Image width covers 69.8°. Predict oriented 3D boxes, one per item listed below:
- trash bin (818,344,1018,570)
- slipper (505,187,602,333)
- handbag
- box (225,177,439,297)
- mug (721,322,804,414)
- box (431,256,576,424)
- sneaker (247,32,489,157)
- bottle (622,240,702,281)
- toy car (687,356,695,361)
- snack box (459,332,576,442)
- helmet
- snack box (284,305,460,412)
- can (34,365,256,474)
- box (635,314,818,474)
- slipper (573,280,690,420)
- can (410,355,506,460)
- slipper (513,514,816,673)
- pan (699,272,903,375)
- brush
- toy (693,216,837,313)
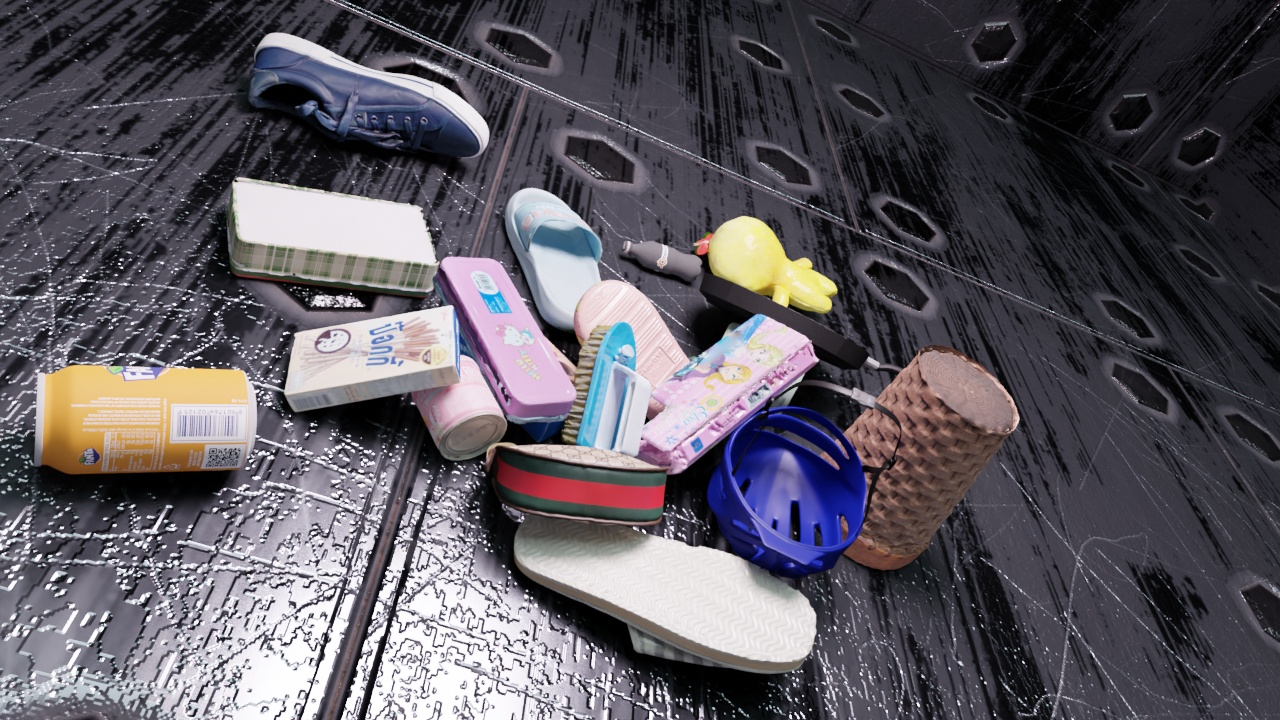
[{"bbox_3d":[0.292,0.103,0.977,0.151,0.211,0.151,19,38,-16],"label":"trash bin"},{"bbox_3d":[-0.092,-0.130,1.105,0.104,0.074,0.245,8,43,-30],"label":"slipper"},{"bbox_3d":[-0.060,0.105,0.828,0.166,0.063,0.138,8,1,-15],"label":"handbag"},{"bbox_3d":[-0.321,-0.128,0.962,0.205,0.050,0.117,4,40,-32],"label":"box"},{"bbox_3d":[0.141,0.004,1.115,0.104,0.084,0.111,28,7,4],"label":"mug"},{"bbox_3d":[-0.138,-0.022,0.913,0.076,0.036,0.214,-4,47,-38],"label":"box"},{"bbox_3d":[-0.335,-0.296,1.128,0.294,0.121,0.127,16,61,-16],"label":"sneaker"},{"bbox_3d":[0.028,-0.137,1.229,0.109,0.036,0.036,16,38,-19],"label":"bottle"},{"bbox_3d":[0.081,0.031,1.071,0.090,0.027,0.038,41,38,17],"label":"toy car"},{"bbox_3d":[-0.120,0.010,0.948,0.151,0.034,0.087,43,38,18],"label":"snack box"},{"bbox_3d":[0.160,0.094,0.878,0.148,0.228,0.240,26,30,0],"label":"helmet"},{"bbox_3d":[-0.238,-0.003,0.826,0.150,0.026,0.081,-10,44,-1],"label":"snack box"},{"bbox_3d":[-0.370,0.045,0.690,0.142,0.079,0.079,2,44,-33],"label":"can"},{"bbox_3d":[0.080,0.027,0.952,0.229,0.085,0.077,-34,101,-30],"label":"box"},{"bbox_3d":[-0.006,0.006,1.003,0.093,0.082,0.197,-44,102,-27],"label":"slipper"},{"bbox_3d":[-0.168,0.043,0.847,0.067,0.067,0.076,-5,49,-39],"label":"can"},{"bbox_3d":[0.018,0.201,0.800,0.272,0.054,0.114,20,34,1],"label":"slipper"},{"bbox_3d":[0.234,-0.017,1.139,0.356,0.034,0.225,27,3,0],"label":"pan"},{"bbox_3d":[-0.025,0.027,0.900,0.055,0.075,0.135,26,71,-48],"label":"brush"},{"bbox_3d":[0.177,-0.131,1.282,0.207,0.092,0.133,33,38,-1],"label":"toy"}]
